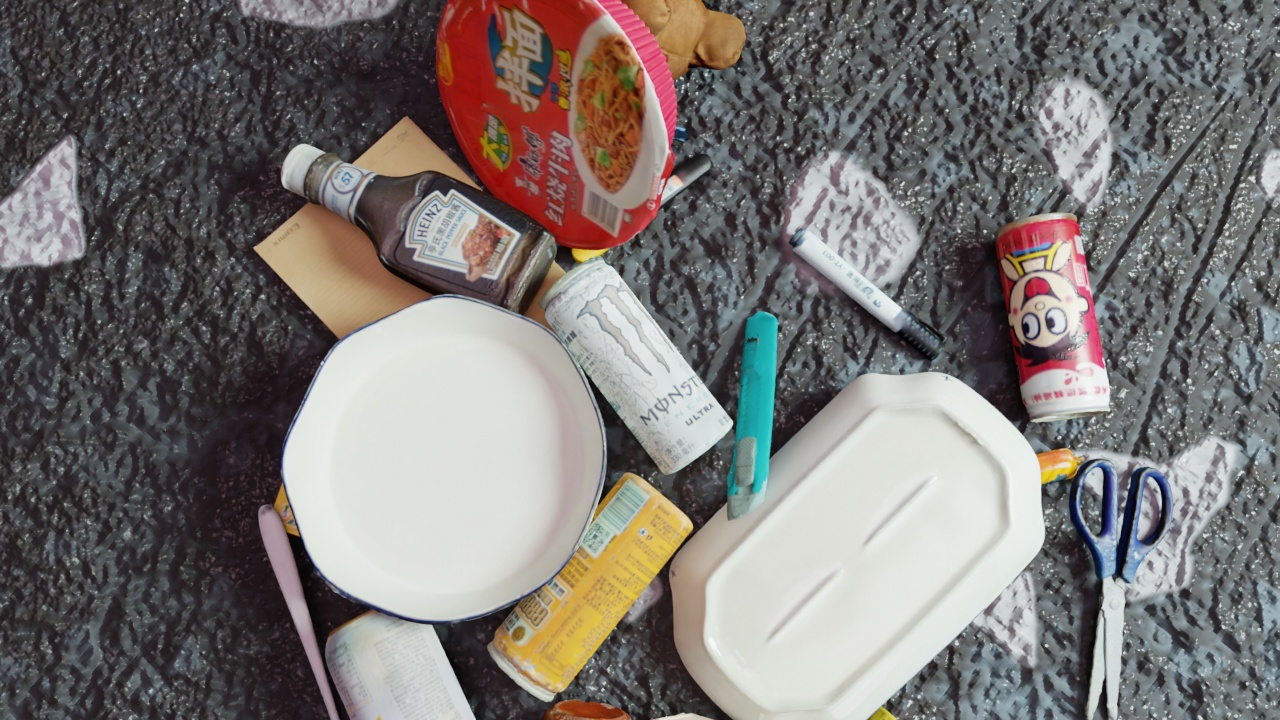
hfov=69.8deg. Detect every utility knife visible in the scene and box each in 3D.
[{"bbox_3d":[0.075,0.033,0.615,0.029,0.013,0.151,-6,61,28],"label":"utility knife"}]

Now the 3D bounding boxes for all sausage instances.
[{"bbox_3d":[0.217,0.085,0.613,0.165,0.021,0.021,-14,80,0],"label":"sausage"}]

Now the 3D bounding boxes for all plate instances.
[{"bbox_3d":[0.135,0.124,0.584,0.266,0.034,0.162,-44,78,3],"label":"plate"},{"bbox_3d":[-0.123,0.063,0.593,0.205,0.045,0.204,0,77,2],"label":"plate"}]

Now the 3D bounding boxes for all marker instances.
[{"bbox_3d":[0.002,-0.110,0.662,0.123,0.015,0.018,-38,82,-7],"label":"marker"},{"bbox_3d":[0.159,-0.048,0.642,0.131,0.018,0.022,42,75,8],"label":"marker"}]

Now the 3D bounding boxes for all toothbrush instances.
[{"bbox_3d":[0.101,0.301,0.582,0.015,0.016,0.190,39,84,8],"label":"toothbrush"},{"bbox_3d":[-0.220,0.181,0.602,0.016,0.016,0.180,-18,89,-1],"label":"toothbrush"}]

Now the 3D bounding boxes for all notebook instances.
[{"bbox_3d":[-0.154,-0.059,0.661,0.149,0.012,0.211,-44,81,-7],"label":"notebook"}]

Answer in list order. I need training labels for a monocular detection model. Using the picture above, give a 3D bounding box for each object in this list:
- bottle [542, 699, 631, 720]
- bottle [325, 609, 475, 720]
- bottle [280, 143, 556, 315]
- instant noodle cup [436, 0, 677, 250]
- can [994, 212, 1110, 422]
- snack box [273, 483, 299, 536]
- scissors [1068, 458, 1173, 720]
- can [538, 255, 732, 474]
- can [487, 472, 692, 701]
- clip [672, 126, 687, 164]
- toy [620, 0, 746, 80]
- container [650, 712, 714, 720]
[{"bbox_3d":[-0.042,0.321,0.565,0.060,0.060,0.206,5,83,3],"label":"bottle"},{"bbox_3d":[-0.133,0.246,0.576,0.068,0.068,0.189,-28,80,-3],"label":"bottle"},{"bbox_3d":[-0.158,-0.097,0.641,0.195,0.044,0.079,26,79,6],"label":"bottle"},{"bbox_3d":[-0.045,-0.171,0.609,0.194,0.194,0.065,43,52,9],"label":"instant noodle cup"},{"bbox_3d":[0.275,-0.028,0.615,0.053,0.053,0.132,-6,80,1],"label":"can"},{"bbox_3d":[-0.165,0.098,0.625,0.156,0.027,0.077,15,80,5],"label":"snack box"},{"bbox_3d":[0.299,0.147,0.597,0.125,0.012,0.173,37,80,-6],"label":"scissors"},{"bbox_3d":[-0.004,0.004,0.614,0.058,0.058,0.146,-37,85,-4],"label":"can"},{"bbox_3d":[-0.031,0.145,0.595,0.058,0.058,0.146,39,84,8],"label":"can"},{"bbox_3d":[0.004,-0.164,0.666,0.058,0.027,0.045,26,90,7],"label":"clip"},{"bbox_3d":[-0.003,-0.297,0.644,0.131,0.140,0.199,-30,68,35],"label":"toy"},{"bbox_3d":[0.037,0.277,0.546,0.090,0.090,0.110,7,76,25],"label":"container"}]
